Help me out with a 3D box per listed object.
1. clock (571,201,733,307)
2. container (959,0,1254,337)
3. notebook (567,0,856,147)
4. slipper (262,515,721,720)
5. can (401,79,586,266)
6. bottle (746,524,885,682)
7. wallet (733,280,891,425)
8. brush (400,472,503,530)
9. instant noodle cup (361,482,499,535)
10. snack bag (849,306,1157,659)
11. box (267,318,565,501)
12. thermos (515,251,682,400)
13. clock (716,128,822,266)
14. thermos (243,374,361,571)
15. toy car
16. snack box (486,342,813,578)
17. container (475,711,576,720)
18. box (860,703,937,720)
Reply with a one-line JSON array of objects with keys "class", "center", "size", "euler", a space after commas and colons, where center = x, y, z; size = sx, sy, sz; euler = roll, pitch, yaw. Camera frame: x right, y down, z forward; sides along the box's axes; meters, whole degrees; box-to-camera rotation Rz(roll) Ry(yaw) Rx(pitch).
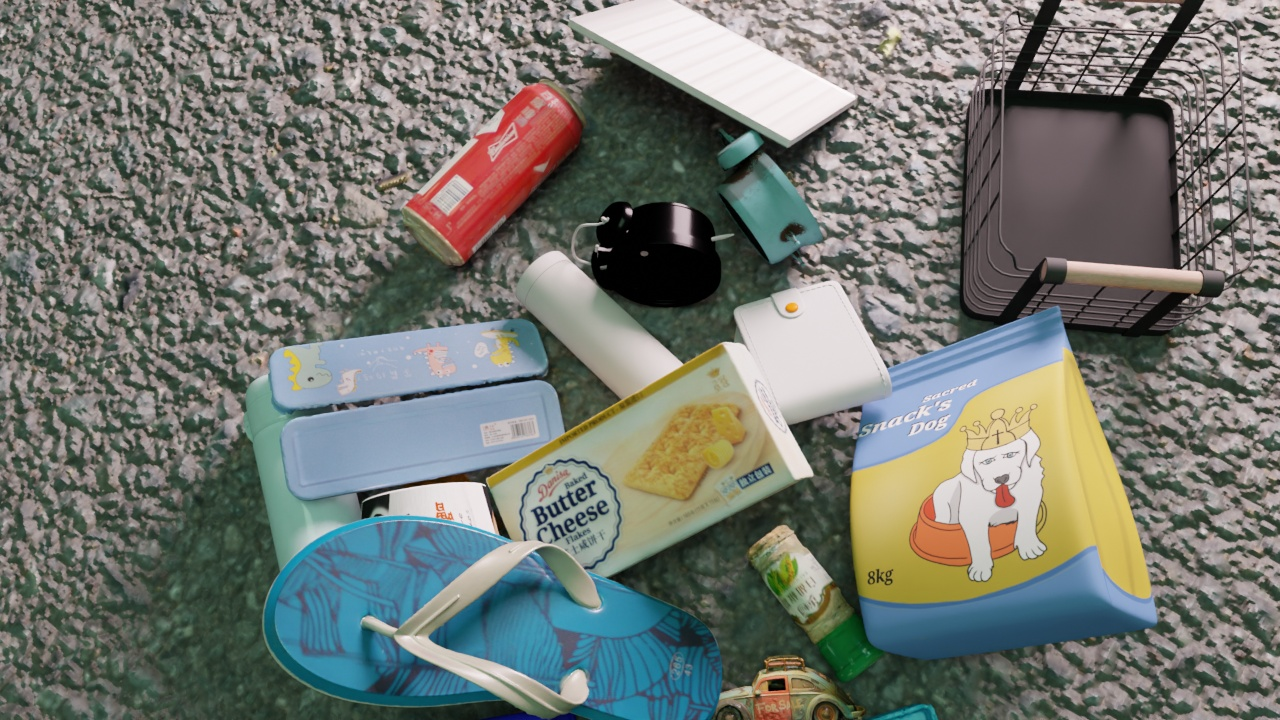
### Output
[{"class": "clock", "center": [0.006, -0.085, 0.716], "size": [0.120, 0.091, 0.042], "euler": [6, 62, -4]}, {"class": "container", "center": [0.336, -0.141, 0.678], "size": [0.163, 0.130, 0.241], "euler": [6, 72, 8]}, {"class": "notebook", "center": [0.064, -0.248, 0.764], "size": [0.210, 0.009, 0.142], "euler": [33, 41, 15]}, {"class": "slipper", "center": [-0.072, 0.161, 0.561], "size": [0.294, 0.060, 0.118], "euler": [19, 53, -18]}, {"class": "can", "center": [-0.121, -0.157, 0.766], "size": [0.067, 0.067, 0.170], "euler": [39, 80, 16]}, {"class": "bottle", "center": [0.123, 0.169, 0.646], "size": [0.043, 0.043, 0.111], "euler": [-36, 71, -6]}, {"class": "wallet", "center": [0.110, -0.003, 0.686], "size": [0.115, 0.037, 0.118], "euler": [-16, 45, 0]}, {"class": "brush", "center": [-0.161, 0.094, 0.714], "size": [0.048, 0.017, 0.126], "euler": [-39, 72, -7]}, {"class": "instant noodle cup", "center": [-0.142, 0.152, 0.631], "size": [0.123, 0.124, 0.121], "euler": [-10, 76, 3]}, {"class": "snack bag", "center": [0.223, 0.080, 0.605], "size": [0.159, 0.102, 0.204], "euler": [-25, 54, 38]}, {"class": "box", "center": [-0.167, 0.030, 0.693], "size": [0.209, 0.034, 0.127], "euler": [-8, 70, -20]}, {"class": "thermos", "center": [-0.004, 0.004, 0.708], "size": [0.052, 0.052, 0.224], "euler": [-44, 73, -9]}, {"class": "clock", "center": [0.094, -0.132, 0.725], "size": [0.053, 0.090, 0.124], "euler": [-36, 72, 4]}, {"class": "thermos", "center": [-0.250, 0.105, 0.695], "size": [0.078, 0.065, 0.206], "euler": [-26, 70, 15]}, {"class": "toy car", "center": [0.095, 0.227, 0.627], "size": [0.112, 0.047, 0.047], "euler": [-5, 73, 4]}, {"class": "snack box", "center": [0.002, 0.081, 0.642], "size": [0.208, 0.057, 0.104], "euler": [-30, 75, 17]}, {"class": "container", "center": [-0.101, 0.281, 0.611], "size": [0.113, 0.085, 0.084], "euler": [-11, 70, 4]}, {"class": "box", "center": [0.146, 0.351, 0.569], "size": [0.181, 0.072, 0.227], "euler": [-10, 69, -20]}]
